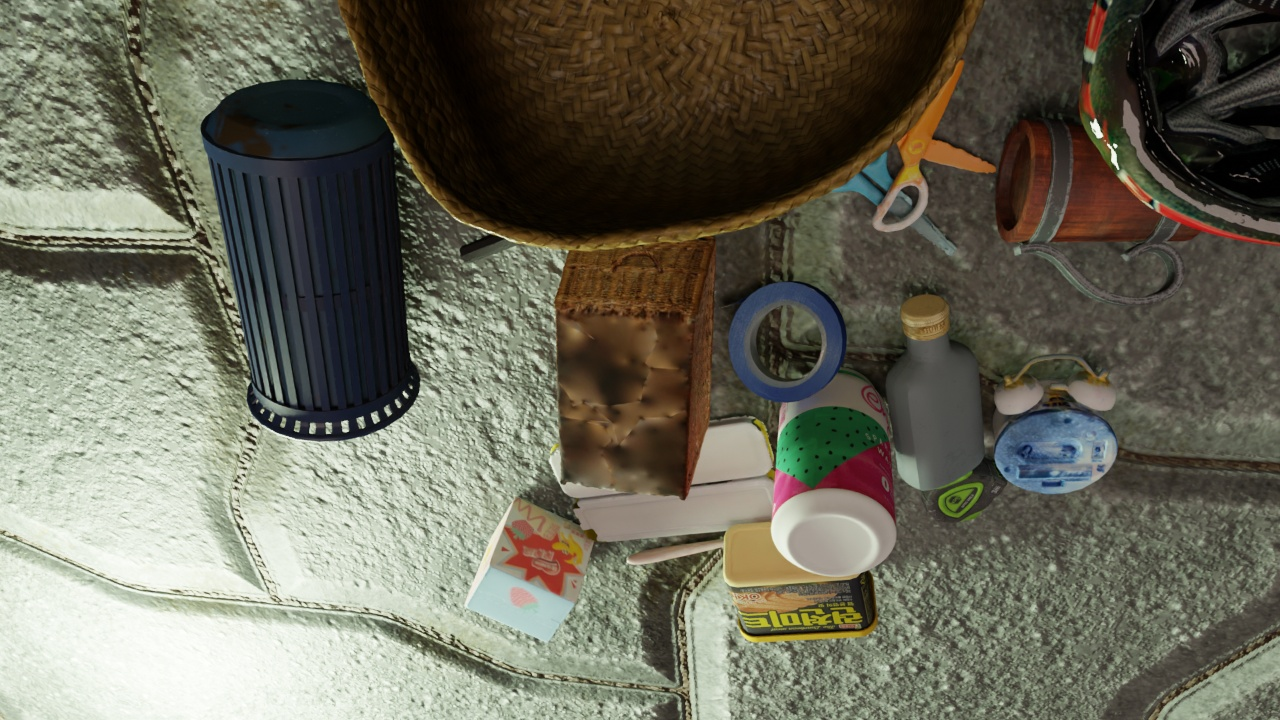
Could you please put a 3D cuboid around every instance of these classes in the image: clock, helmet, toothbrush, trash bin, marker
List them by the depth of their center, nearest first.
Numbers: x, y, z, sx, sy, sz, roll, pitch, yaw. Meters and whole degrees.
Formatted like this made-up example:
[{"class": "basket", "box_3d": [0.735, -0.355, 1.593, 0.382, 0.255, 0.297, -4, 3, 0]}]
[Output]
[{"class": "helmet", "box_3d": [0.361, -0.172, 0.472, 0.272, 0.166, 0.217, -18, 102, 11]}, {"class": "trash bin", "box_3d": [-0.247, -0.076, 0.704, 0.139, 0.139, 0.250, 10, 126, 5]}, {"class": "clock", "box_3d": [0.325, 0.048, 0.724, 0.089, 0.051, 0.125, -2, 126, 14]}, {"class": "marker", "box_3d": [-0.089, -0.101, 0.724, 0.124, 0.017, 0.021, -16, 121, 24]}, {"class": "toothbrush", "box_3d": [0.069, 0.185, 0.905, 0.181, 0.015, 0.018, -14, 128, 21]}]

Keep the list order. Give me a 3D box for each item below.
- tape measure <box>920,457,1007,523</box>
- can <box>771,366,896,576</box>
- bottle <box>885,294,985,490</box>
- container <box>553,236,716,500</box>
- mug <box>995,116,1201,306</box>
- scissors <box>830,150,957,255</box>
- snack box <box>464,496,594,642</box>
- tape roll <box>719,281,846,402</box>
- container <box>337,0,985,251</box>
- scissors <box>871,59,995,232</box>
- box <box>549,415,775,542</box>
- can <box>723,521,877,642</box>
[{"class": "tape measure", "box_3d": [0.273, 0.108, 0.792, 0.058, 0.035, 0.066, 18, 125, -13]}, {"class": "can", "box_3d": [0.150, 0.083, 0.715, 0.088, 0.165, 0.088, 6, 127, 8]}, {"class": "bottle", "box_3d": [0.230, 0.024, 0.720, 0.072, 0.046, 0.161, -26, 124, -12]}, {"class": "container", "box_3d": [-0.004, 0.004, 0.725, 0.114, 0.112, 0.199, 5, 126, 8]}, {"class": "mug", "box_3d": [0.298, -0.095, 0.594, 0.111, 0.081, 0.117, 4, 91, 5]}, {"class": "scissors", "box_3d": [0.179, -0.117, 0.658, 0.136, 0.015, 0.057, 39, 122, -12]}, {"class": "snack box", "box_3d": [-0.108, 0.206, 0.909, 0.093, 0.094, 0.080, 26, 127, -7]}, {"class": "tape roll", "box_3d": [0.114, -0.015, 0.716, 0.091, 0.016, 0.093, -19, 89, 26]}, {"class": "container", "box_3d": [0.013, -0.218, 0.471, 0.307, 0.196, 0.307, 4, 108, 13]}, {"class": "scissors", "box_3d": [0.185, -0.146, 0.628, 0.125, 0.011, 0.129, 16, 121, -6]}, {"class": "box", "box_3d": [0.026, 0.115, 0.859, 0.210, 0.023, 0.127, -9, 126, 20]}, {"class": "can", "box_3d": [0.147, 0.202, 0.852, 0.131, 0.072, 0.101, -8, 134, 15]}]
